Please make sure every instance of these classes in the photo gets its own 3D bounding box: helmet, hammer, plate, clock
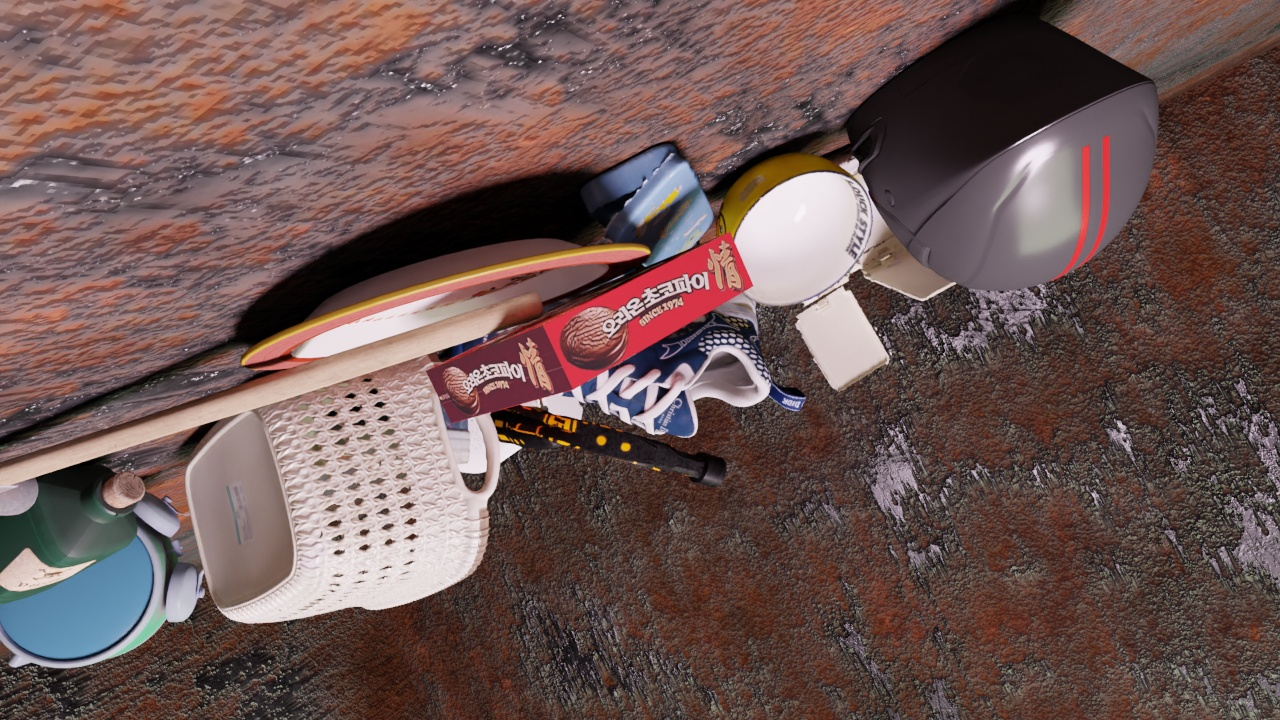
[{"bbox_3d":[0.251,-0.133,0.639,0.164,0.170,0.265,-26,177,-1],"label":"helmet"},{"bbox_3d":[-0.062,0.051,0.653,0.123,0.036,0.321,18,173,-21],"label":"hammer"},{"bbox_3d":[-0.209,0.023,0.481,0.331,0.030,0.119,-16,175,-7],"label":"hammer"},{"bbox_3d":[-0.107,-0.036,0.517,0.230,0.021,0.230,-16,179,0],"label":"plate"},{"bbox_3d":[-0.417,0.169,0.728,0.161,0.122,0.075,-21,175,-16],"label":"clock"}]

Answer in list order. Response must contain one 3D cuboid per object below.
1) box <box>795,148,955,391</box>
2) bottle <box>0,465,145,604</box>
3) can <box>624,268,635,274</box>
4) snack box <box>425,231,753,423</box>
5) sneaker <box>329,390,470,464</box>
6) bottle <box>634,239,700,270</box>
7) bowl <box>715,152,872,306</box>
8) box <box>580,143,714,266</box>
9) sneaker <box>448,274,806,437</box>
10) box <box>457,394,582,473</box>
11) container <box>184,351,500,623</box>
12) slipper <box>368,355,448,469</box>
[{"bbox_3d":[0.187,-0.087,0.773,0.145,0.185,0.095,-31,180,-15],"label":"box"},{"bbox_3d":[-0.374,0.106,0.597,0.131,0.061,0.061,-27,175,21],"label":"bottle"},{"bbox_3d":[-0.058,-0.044,0.803,0.130,0.044,0.130,-26,177,-2],"label":"can"},{"bbox_3d":[-0.031,-0.019,0.553,0.151,0.036,0.133,-30,-171,-39],"label":"snack box"},{"bbox_3d":[-0.226,0.049,0.827,0.087,0.079,0.236,8,174,-37],"label":"sneaker"},{"bbox_3d":[0.021,-0.085,0.819,0.036,0.036,0.110,-24,177,-30],"label":"bottle"},{"bbox_3d":[0.108,-0.107,0.697,0.117,0.067,0.117,-12,132,-14],"label":"bowl"},{"bbox_3d":[0.017,-0.090,0.601,0.066,0.049,0.209,-29,177,7],"label":"box"},{"bbox_3d":[-0.004,0.004,0.691,0.268,0.132,0.103,-5,140,-29],"label":"sneaker"},{"bbox_3d":[-0.126,0.056,0.909,0.112,0.084,0.162,-23,-178,13],"label":"box"},{"bbox_3d":[-0.226,0.097,0.671,0.142,0.184,0.247,-9,165,-43],"label":"container"},{"bbox_3d":[-0.234,0.052,0.971,0.114,0.052,0.264,-19,163,-37],"label":"slipper"}]
